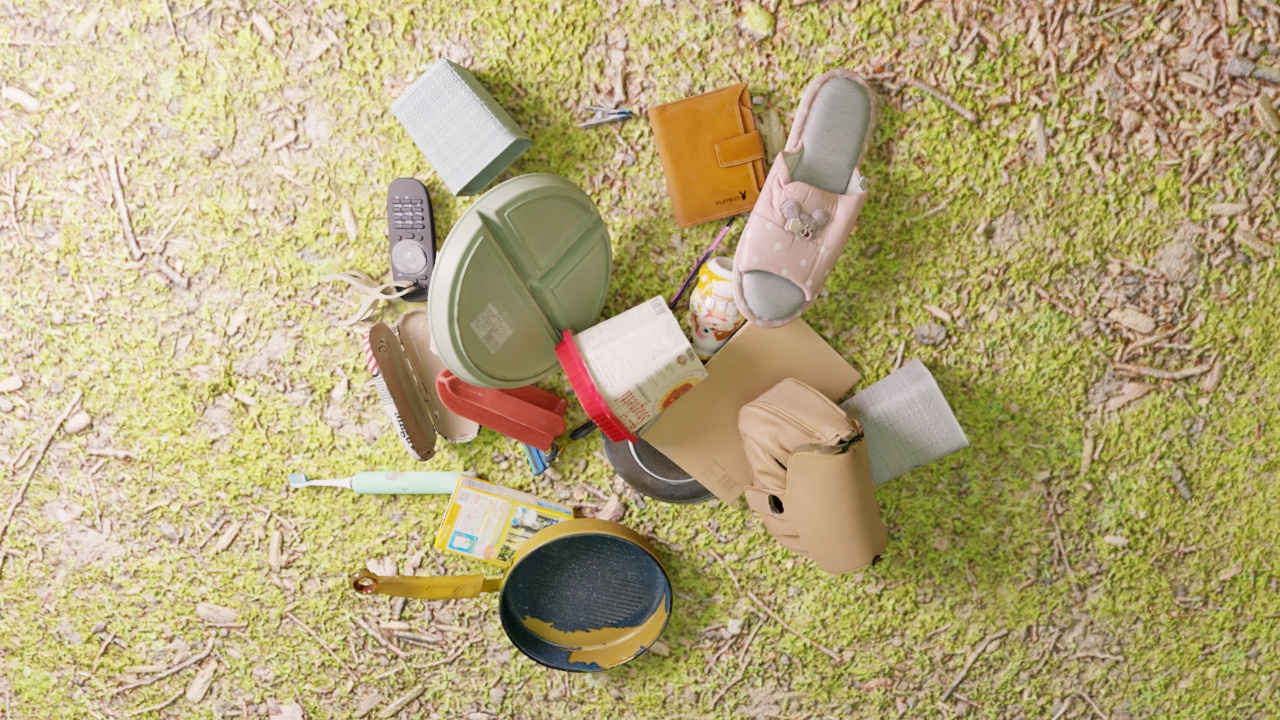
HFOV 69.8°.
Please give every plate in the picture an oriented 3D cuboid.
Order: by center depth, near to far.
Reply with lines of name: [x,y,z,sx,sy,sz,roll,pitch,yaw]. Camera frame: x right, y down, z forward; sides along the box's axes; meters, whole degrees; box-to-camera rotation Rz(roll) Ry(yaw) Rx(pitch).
plate: [-0.110,-0.073,0.922,0.027,0.229,0.230,28,107,37]
plate: [0.043,0.081,1.035,0.179,0.024,0.179,1,103,4]

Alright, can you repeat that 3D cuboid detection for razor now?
razor: [-0.068,0.080,1.037,0.143,0.022,0.042,-32,72,17]

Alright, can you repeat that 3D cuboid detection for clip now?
clip: [-0.036,-0.255,0.961,0.057,0.024,0.028,-2,99,7]
clip: [-0.301,-0.064,1.009,0.099,0.035,0.098,20,109,8]

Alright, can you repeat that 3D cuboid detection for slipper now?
slipper: [0.172,-0.161,0.924,0.114,0.054,0.274,22,90,-21]

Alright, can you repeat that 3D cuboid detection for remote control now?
remote control: [-0.248,-0.131,1.002,0.053,0.024,0.136,2,106,8]

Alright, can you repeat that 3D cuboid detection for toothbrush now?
toothbrush: [0.048,-0.077,0.998,0.018,0.014,0.189,33,106,-14]
toothbrush: [-0.299,0.142,1.068,0.224,0.026,0.027,-1,123,4]

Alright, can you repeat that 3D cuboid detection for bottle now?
bottle: [0.083,-0.054,0.982,0.063,0.063,0.109,16,118,0]

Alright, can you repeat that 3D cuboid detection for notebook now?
notebook: [0.122,0.049,1.003,0.149,0.012,0.211,40,100,-24]

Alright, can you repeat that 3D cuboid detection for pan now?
pan: [-0.136,0.258,1.021,0.357,0.078,0.198,14,111,-12]

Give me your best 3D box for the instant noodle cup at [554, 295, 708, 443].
instant noodle cup: [-0.006,0.006,0.953,0.124,0.116,0.116,-31,56,4]

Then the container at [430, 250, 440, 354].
container: [-0.166,-0.055,0.975,0.090,0.090,0.111,18,108,20]

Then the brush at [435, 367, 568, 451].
brush: [-0.151,0.045,0.992,0.145,0.069,0.063,25,84,-21]

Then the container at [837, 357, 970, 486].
container: [0.274,0.069,0.987,0.114,0.090,0.090,-29,99,13]

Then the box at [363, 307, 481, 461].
box: [-0.242,0.028,1.009,0.075,0.085,0.162,-10,108,32]

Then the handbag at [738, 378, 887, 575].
handbag: [0.174,0.128,0.958,0.099,0.148,0.205,-33,120,-27]

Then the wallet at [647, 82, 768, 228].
wallet: [0.081,-0.216,0.962,0.119,0.035,0.131,-14,105,10]

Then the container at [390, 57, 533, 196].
container: [-0.185,-0.239,0.942,0.090,0.090,0.111,-40,95,11]

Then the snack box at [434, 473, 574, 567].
snack box: [-0.155,0.191,1.052,0.140,0.033,0.087,19,107,-11]
